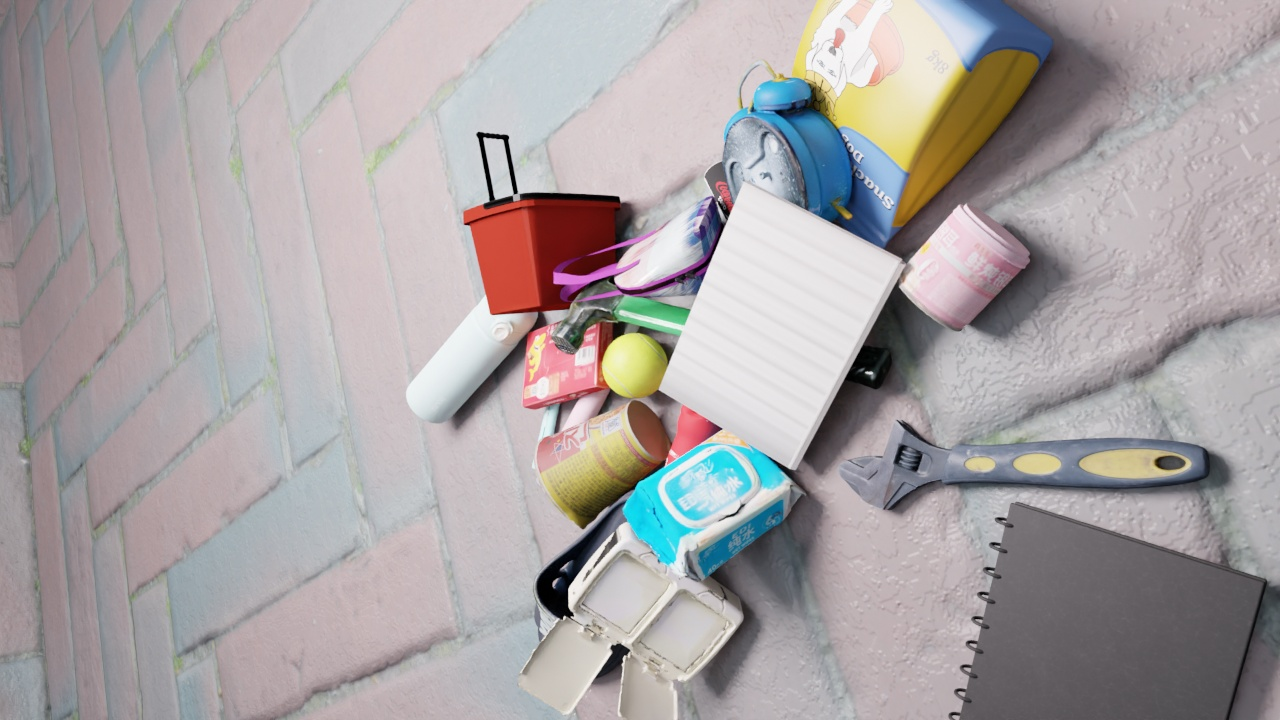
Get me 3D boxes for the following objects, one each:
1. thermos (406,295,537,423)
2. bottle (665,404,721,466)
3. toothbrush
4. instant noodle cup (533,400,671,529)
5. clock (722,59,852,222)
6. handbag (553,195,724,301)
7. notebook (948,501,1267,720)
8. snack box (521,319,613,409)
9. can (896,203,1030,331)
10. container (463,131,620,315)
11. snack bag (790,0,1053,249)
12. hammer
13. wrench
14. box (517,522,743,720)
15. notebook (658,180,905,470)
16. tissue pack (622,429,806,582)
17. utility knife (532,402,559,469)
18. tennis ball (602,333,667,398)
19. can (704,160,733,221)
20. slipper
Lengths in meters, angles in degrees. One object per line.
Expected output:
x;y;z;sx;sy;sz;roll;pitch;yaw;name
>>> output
-0.199;-0.008;1.086;0.207;0.065;0.077;-44;20;30;thermos
0.044;0.106;0.881;0.042;0.041;0.141;23;102;40;bottle
-0.054;0.046;0.983;0.223;0.027;0.026;-61;29;19;toothbrush
-0.034;0.094;0.923;0.113;0.100;0.100;-35;65;25;instant noodle cup
0.118;-0.174;0.777;0.161;0.060;0.117;68;161;1;clock
-0.003;-0.092;0.866;0.170;0.144;0.068;-12;117;23;handbag
0.312;0.234;0.648;0.169;0.019;0.231;16;100;40;notebook
-0.080;-0.001;0.990;0.133;0.021;0.089;-17;64;47;snack box
0.246;-0.071;0.701;0.076;0.067;0.067;-52;56;26;can
-0.105;-0.153;0.963;0.127;0.147;0.201;-6;92;44;container
0.197;-0.210;0.743;0.159;0.102;0.206;54;134;30;snack bag
0.073;-0.028;0.844;0.319;0.032;0.130;16;57;33;hammer
0.273;0.080;0.696;0.274;0.022;0.073;-6;83;41;wrench
-0.004;0.257;0.815;0.186;0.145;0.101;-57;11;-3;box
0.110;-0.024;0.768;0.142;0.009;0.210;31;121;16;notebook
0.064;0.125;0.811;0.093;0.144;0.062;47;160;33;tissue pack
-0.097;0.047;1.030;0.022;0.015;0.158;16;94;48;utility knife
-0.006;0.005;0.916;0.065;0.065;0.065;-4;84;41;tennis ball
0.090;-0.149;0.866;0.032;0.031;0.080;-40;62;32;can
-0.051;0.236;0.913;0.110;0.083;0.269;52;129;28;slipper
